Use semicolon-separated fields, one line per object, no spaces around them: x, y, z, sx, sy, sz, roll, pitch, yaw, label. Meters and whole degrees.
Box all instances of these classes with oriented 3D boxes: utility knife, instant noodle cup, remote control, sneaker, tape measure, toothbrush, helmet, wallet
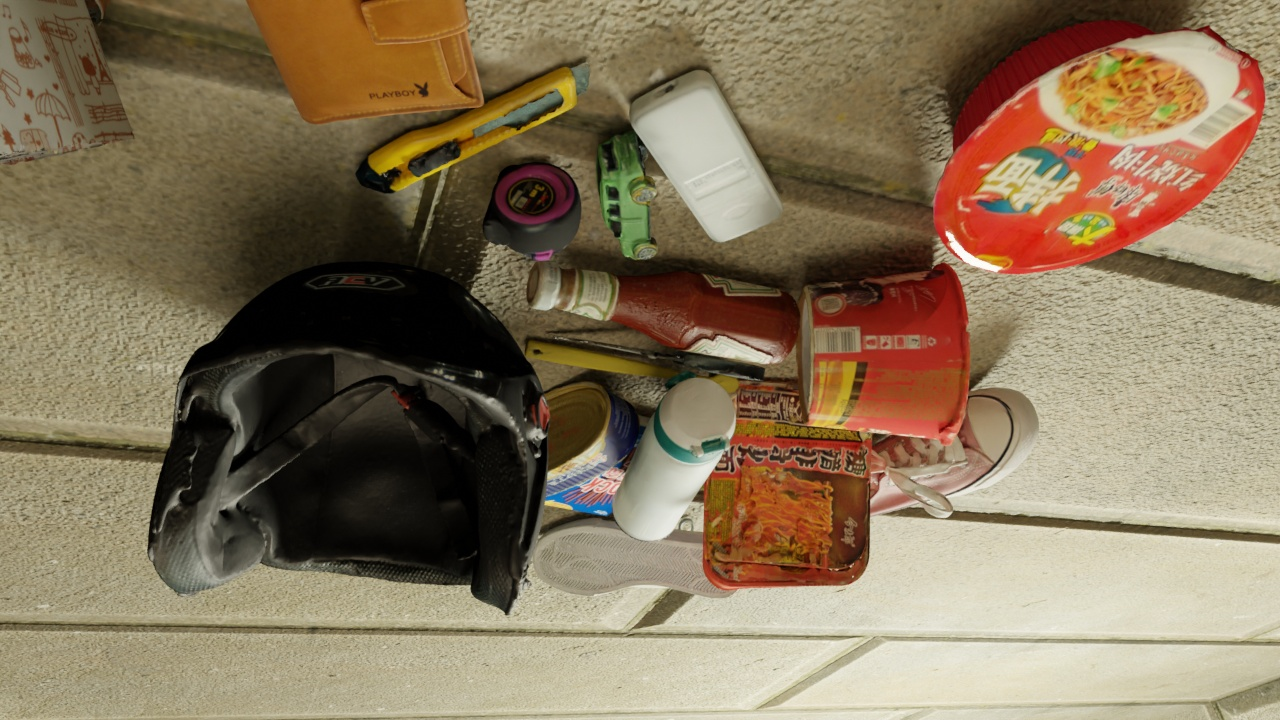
-0.100;-0.136;0.546;0.165;0.015;0.033;-20;146;17;utility knife
0.178;-0.007;0.700;0.108;0.137;0.138;0;146;4;instant noodle cup
0.128;0.114;0.847;0.164;0.188;0.079;4;175;-15;instant noodle cup
0.045;-0.126;0.586;0.056;0.020;0.136;-22;143;18;remote control
0.272;-0.139;0.574;0.194;0.065;0.194;-5;146;-3;instant noodle cup
0.002;0.214;1.029;0.242;0.089;0.090;1;-171;13;sneaker
0.263;0.100;0.890;0.087;0.118;0.242;-2;157;-46;sneaker
-0.066;-0.094;0.578;0.058;0.057;0.039;8;151;3;tape measure
-0.005;0.004;0.767;0.190;0.016;0.016;10;107;-20;toothbrush
-0.177;0.045;0.609;0.233;0.229;0.275;4;137;-5;helmet
-0.136;-0.181;0.464;0.119;0.035;0.131;-3;146;2;wallet

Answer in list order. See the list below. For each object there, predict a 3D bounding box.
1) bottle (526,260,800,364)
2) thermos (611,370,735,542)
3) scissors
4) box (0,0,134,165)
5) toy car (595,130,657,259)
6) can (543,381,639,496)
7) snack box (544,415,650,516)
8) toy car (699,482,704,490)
0.019;-0.038;0.672;0.206;0.059;0.060;9;142;-23;bottle
0.025;0.086;0.782;0.073;0.073;0.225;0;151;-12;thermos
0.017;-0.003;0.727;0.160;0.014;0.175;10;-178;34;scissors
-0.346;-0.163;0.388;0.182;0.153;0.181;-12;109;0;box
-0.008;-0.103;0.589;0.036;0.043;0.091;-11;144;-1;toy car
-0.072;0.071;0.803;0.148;0.074;0.049;-27;145;26;can
-0.027;0.105;0.901;0.084;0.026;0.158;16;139;-32;snack box
0.114;0.106;0.922;0.158;0.042;0.070;2;145;-19;toy car
